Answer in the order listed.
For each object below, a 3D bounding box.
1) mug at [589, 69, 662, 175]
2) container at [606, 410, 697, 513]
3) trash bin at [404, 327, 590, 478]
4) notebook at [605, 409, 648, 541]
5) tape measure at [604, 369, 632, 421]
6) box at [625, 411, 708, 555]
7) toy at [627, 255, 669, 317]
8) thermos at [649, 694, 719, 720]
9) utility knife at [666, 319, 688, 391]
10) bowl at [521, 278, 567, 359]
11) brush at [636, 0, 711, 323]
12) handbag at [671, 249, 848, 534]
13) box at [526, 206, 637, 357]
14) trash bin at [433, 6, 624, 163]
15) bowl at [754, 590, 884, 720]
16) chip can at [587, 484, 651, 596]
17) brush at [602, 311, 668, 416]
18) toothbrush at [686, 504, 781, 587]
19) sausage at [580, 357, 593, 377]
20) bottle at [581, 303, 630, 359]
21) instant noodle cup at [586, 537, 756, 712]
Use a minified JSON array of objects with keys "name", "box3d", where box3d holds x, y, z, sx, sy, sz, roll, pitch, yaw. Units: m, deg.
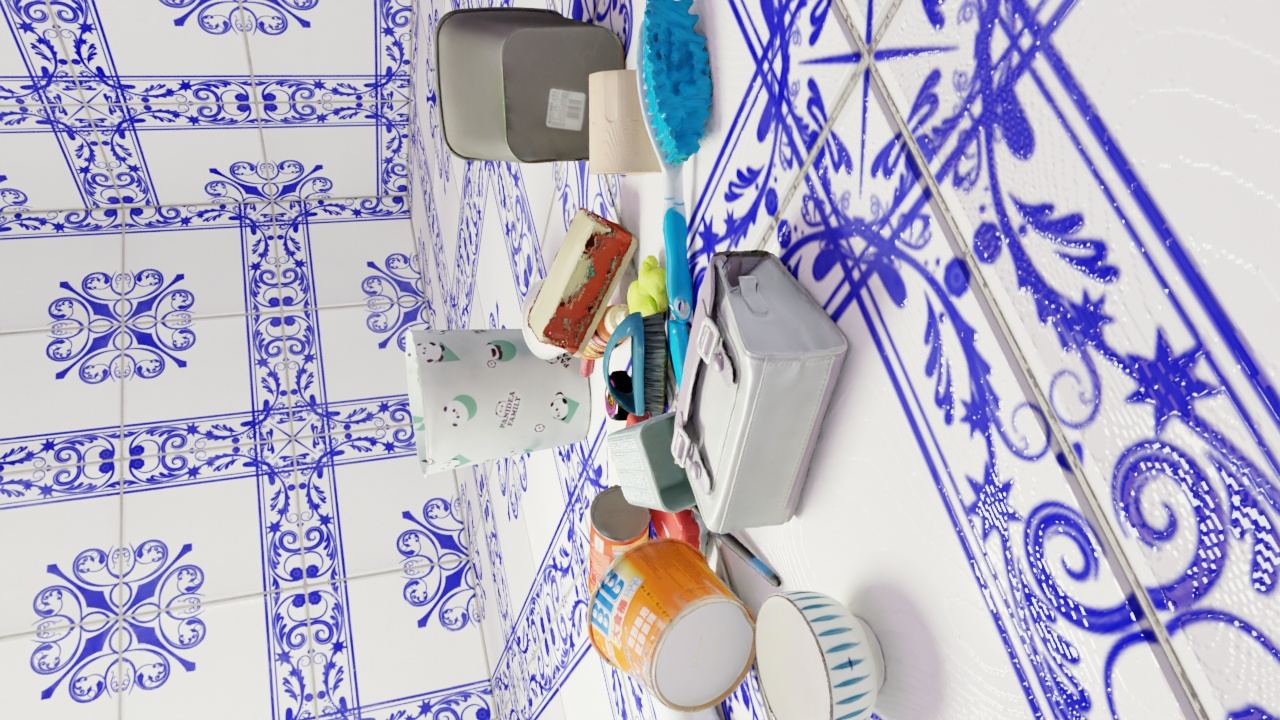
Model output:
[{"name":"mug","box3d":[-0.011,-0.254,0.995,0.124,0.084,0.103,-57,-34,-77]},{"name":"container","box3d":[0.027,0.097,0.925,0.112,0.090,0.090,-15,93,67]},{"name":"trash bin","box3d":[-0.222,0.052,1.418,0.230,0.251,0.229,174,90,-72]},{"name":"notebook","box3d":[-0.018,0.172,1.232,0.146,0.010,0.206,-145,51,-64]},{"name":"tape measure","box3d":[-0.020,0.047,1.157,0.057,0.039,0.058,-128,41,-58]},{"name":"box","box3d":[0.031,0.141,1.048,0.201,0.047,0.087,-116,28,-45]},{"name":"toy","box3d":[0.009,-0.070,1.046,0.096,0.031,0.100,-124,33,-50]},{"name":"thermos","box3d":[0.033,0.354,1.046,0.073,0.073,0.224,102,154,-44]},{"name":"utility knife","box3d":[0.053,0.046,0.974,0.034,0.018,0.185,151,109,-77]},{"name":"bowl","box3d":[-0.110,-0.060,1.325,0.065,0.118,0.118,2,100,32]},{"name":"brush","box3d":[0.036,-0.194,0.907,0.109,0.060,0.314,-176,78,-77]},{"name":"handbag","box3d":[0.085,0.026,0.769,0.144,0.098,0.197,-110,23,-49]},{"name":"box","box3d":[-0.081,-0.099,1.132,0.168,0.077,0.091,-64,27,12]},{"name":"trash bin","box3d":[-0.133,-0.337,1.151,0.220,0.198,0.199,36,132,57]},{"name":"bowl","box3d":[0.142,0.231,0.700,0.117,0.066,0.116,174,90,-70]},{"name":"chip can","box3d":[-0.029,0.230,1.106,0.217,0.073,0.073,93,162,-55]},{"name":"brush","box3d":[-0.006,0.006,1.030,0.055,0.073,0.144,-98,5,-46]},{"name":"toothbrush","box3d":[0.080,0.172,0.906,0.189,0.016,0.014,35,100,55]},{"name":"sausage","box3d":[-0.071,-0.031,1.311,0.156,0.020,0.020,103,154,-43]},{"name":"bottle","box3d":[-0.042,-0.042,1.168,0.150,0.066,0.066,-19,77,64]},{"name":"instant noodle cup","box3d":[0.037,0.266,0.910,0.111,0.151,0.151,26,120,59]}]
